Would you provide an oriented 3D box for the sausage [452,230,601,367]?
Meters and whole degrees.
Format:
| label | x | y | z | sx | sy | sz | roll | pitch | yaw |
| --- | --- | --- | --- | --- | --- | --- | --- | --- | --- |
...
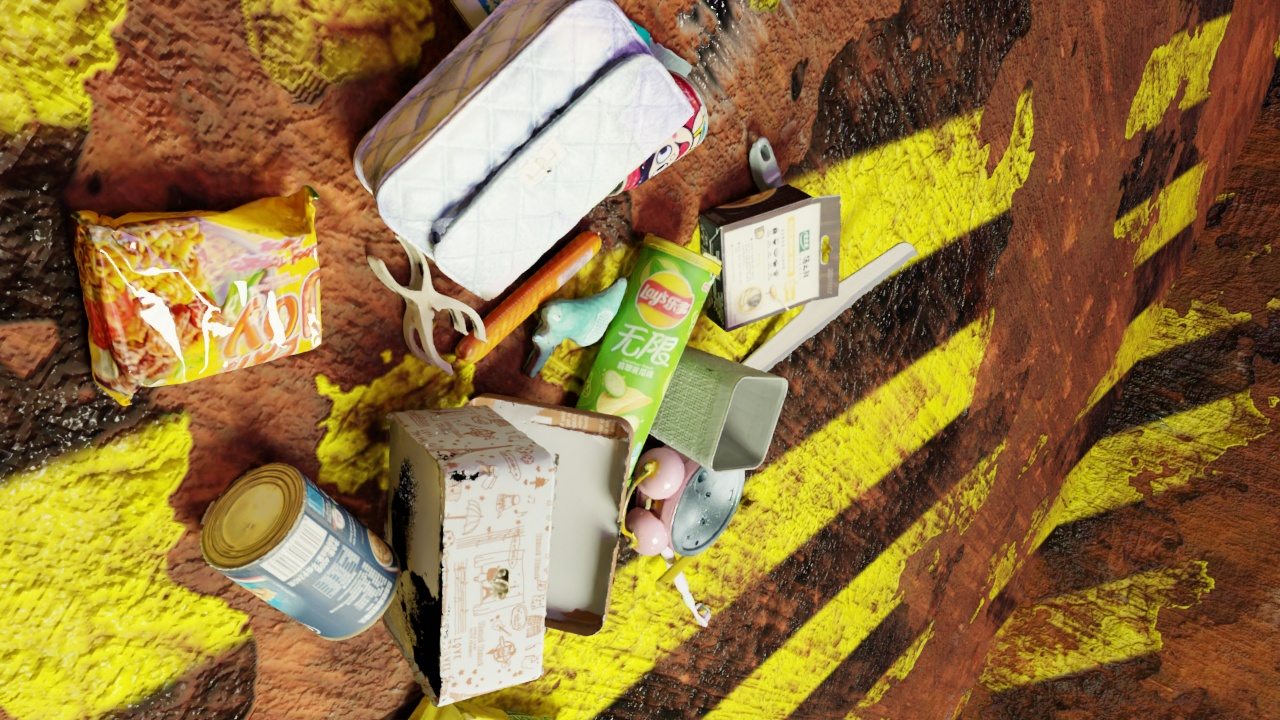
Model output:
| label | x | y | z | sx | sy | sz | roll | pitch | yaw |
| --- | --- | --- | --- | --- | --- | --- | --- | --- | --- |
| sausage | -0.084 | -0.050 | 0.704 | 0.164 | 0.021 | 0.021 | -45 | 138 | -25 |

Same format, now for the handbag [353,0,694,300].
| label | x | y | z | sx | sy | sz | roll | pitch | yaw |
| --- | --- | --- | --- | --- | --- | --- | --- | --- | --- |
| handbag | -0.072 | -0.135 | 0.576 | 0.194 | 0.075 | 0.134 | -41 | 143 | 9 |

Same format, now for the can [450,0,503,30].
| label | x | y | z | sx | sy | sz | roll | pitch | yaw |
| --- | --- | --- | --- | --- | --- | --- | --- | --- | --- |
| can | -0.091 | -0.231 | 0.570 | 0.053 | 0.053 | 0.134 | -56 | 142 | -13 |

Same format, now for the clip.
| label | x | y | z | sx | sy | sz | roll | pitch | yaw |
| --- | --- | --- | --- | --- | --- | --- | --- | --- | --- |
| clip | -0.138 | -0.045 | 0.635 | 0.083 | 0.035 | 0.105 | -30 | 122 | -34 |

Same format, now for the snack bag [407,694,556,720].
| label | x | y | z | sx | sy | sz | roll | pitch | yaw |
| --- | --- | --- | --- | --- | --- | --- | --- | --- | --- |
| snack bag | -0.150 | 0.385 | 0.826 | 0.158 | 0.068 | 0.246 | -59 | 142 | -10 |

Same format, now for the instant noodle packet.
| label | x | y | z | sx | sy | sz | roll | pitch | yaw |
| --- | --- | --- | --- | --- | --- | --- | --- | --- | --- |
| instant noodle packet | -0.237 | -0.037 | 0.511 | 0.128 | 0.044 | 0.111 | -19 | 128 | -44 |

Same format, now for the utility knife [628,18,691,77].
| label | x | y | z | sx | sy | sz | roll | pitch | yaw |
| --- | --- | --- | --- | --- | --- | --- | --- | --- | --- |
| utility knife | -0.022 | -0.248 | 0.677 | 0.207 | 0.013 | 0.029 | 9 | 102 | -52 |

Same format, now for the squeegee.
| label | x | y | z | sx | sy | sz | roll | pitch | yaw |
| --- | --- | --- | --- | --- | --- | --- | --- | --- | --- |
| squeegee | 0.151 | -0.130 | 0.931 | 0.246 | 0.039 | 0.247 | -38 | 131 | -6 |

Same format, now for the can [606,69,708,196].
| label | x | y | z | sx | sy | sz | roll | pitch | yaw |
| --- | --- | --- | --- | --- | --- | --- | --- | --- | --- |
| can | -0.002 | -0.172 | 0.698 | 0.093 | 0.066 | 0.067 | -39 | 135 | -30 |

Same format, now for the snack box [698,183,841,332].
| label | x | y | z | sx | sy | sz | roll | pitch | yaw |
| --- | --- | --- | --- | --- | --- | --- | --- | --- | --- |
| snack box | 0.123 | -0.099 | 0.873 | 0.125 | 0.053 | 0.113 | -20 | 127 | -19 |

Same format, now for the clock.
| label | x | y | z | sx | sy | sz | roll | pitch | yaw |
| --- | --- | --- | --- | --- | --- | --- | --- | --- | --- |
| clock | 0.036 | 0.137 | 0.922 | 0.158 | 0.060 | 0.117 | -9 | 117 | -50 |

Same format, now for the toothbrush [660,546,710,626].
| label | x | y | z | sx | sy | sz | roll | pitch | yaw |
| --- | --- | --- | --- | --- | --- | --- | --- | --- | --- |
| toothbrush | 0.047 | 0.243 | 1.025 | 0.021 | 0.029 | 0.189 | -20 | 134 | 4 |

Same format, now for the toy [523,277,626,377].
| label | x | y | z | sx | sy | sz | roll | pitch | yaw |
| --- | --- | --- | --- | --- | --- | --- | --- | --- | --- |
| toy | -0.058 | -0.027 | 0.739 | 0.091 | 0.030 | 0.097 | -6 | 132 | -57 |

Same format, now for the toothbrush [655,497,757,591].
| label | x | y | z | sx | sy | sz | roll | pitch | yaw |
| --- | --- | --- | --- | --- | --- | --- | --- | --- | --- |
| toothbrush | 0.077 | 0.202 | 1.022 | 0.189 | 0.017 | 0.016 | -31 | 125 | -46 |

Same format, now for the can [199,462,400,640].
| label | x | y | z | sx | sy | sz | roll | pitch | yaw |
| --- | --- | --- | --- | --- | --- | --- | --- | --- | --- |
| can | -0.218 | 0.125 | 0.595 | 0.075 | 0.075 | 0.111 | -51 | 140 | -19 |

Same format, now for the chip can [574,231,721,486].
| label | x | y | z | sx | sy | sz | roll | pitch | yaw |
| --- | --- | --- | --- | --- | --- | --- | --- | --- | --- |
| chip can | -0.005 | 0.005 | 0.788 | 0.072 | 0.073 | 0.221 | 20 | 93 | -53 |

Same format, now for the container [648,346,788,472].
| label | x | y | z | sx | sy | sz | roll | pitch | yaw |
| --- | --- | --- | --- | --- | --- | --- | --- | --- | --- |
| container | 0.057 | 0.038 | 0.845 | 0.090 | 0.114 | 0.090 | 4 | 106 | -51 |

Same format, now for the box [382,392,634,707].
| label | x | y | z | sx | sy | sz | roll | pitch | yaw |
| --- | --- | --- | --- | --- | --- | --- | --- | --- | --- |
| box | -0.089 | 0.128 | 0.679 | 0.177 | 0.153 | 0.182 | -3 | 107 | -30 |
